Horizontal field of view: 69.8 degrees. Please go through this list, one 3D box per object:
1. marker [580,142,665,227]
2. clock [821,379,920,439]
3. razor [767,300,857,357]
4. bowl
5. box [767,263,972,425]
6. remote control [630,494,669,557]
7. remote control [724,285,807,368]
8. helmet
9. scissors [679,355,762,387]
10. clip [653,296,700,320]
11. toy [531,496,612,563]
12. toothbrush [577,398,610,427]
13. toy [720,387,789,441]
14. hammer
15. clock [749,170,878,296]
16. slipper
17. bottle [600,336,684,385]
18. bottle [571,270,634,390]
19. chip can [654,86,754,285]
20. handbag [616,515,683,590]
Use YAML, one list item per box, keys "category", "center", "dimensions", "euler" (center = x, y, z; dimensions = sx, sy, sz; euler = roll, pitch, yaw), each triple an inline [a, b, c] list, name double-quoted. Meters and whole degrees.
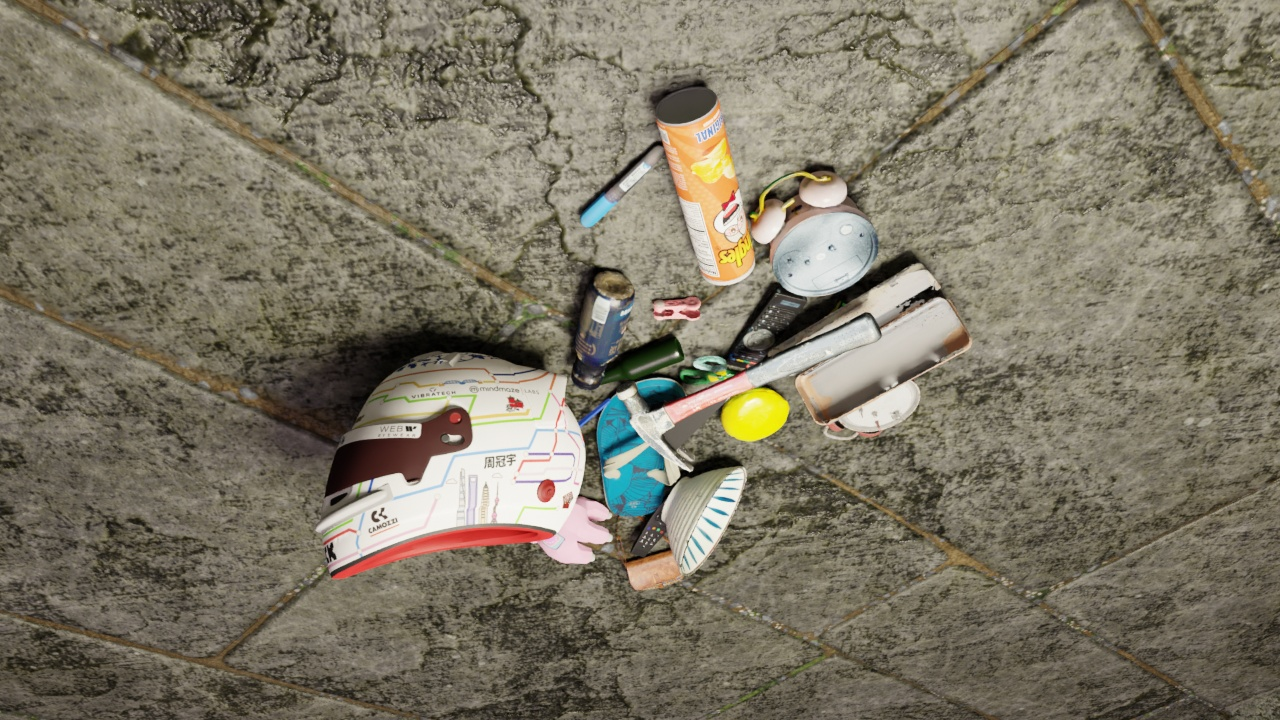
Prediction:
- category: "marker"
  center: [-0.019, -0.184, 0.961]
  dimensions: [0.018, 0.015, 0.123]
  euler: [34, 120, -31]
- category: "clock"
  center: [0.302, 0.059, 1.223]
  dimensions: [0.109, 0.061, 0.157]
  euler: [11, 133, -19]
- category: "razor"
  center: [0.205, -0.026, 1.149]
  dimensions: [0.144, 0.021, 0.044]
  euler: [-39, 144, 27]
- category: "bowl"
  center: [0.079, 0.216, 1.323]
  dimensions: [0.071, 0.176, 0.178]
  euler: [27, 140, 22]
- category: "box"
  center: [0.276, -0.015, 1.111]
  dimensions: [0.218, 0.121, 0.094]
  euler: [-33, 172, 23]
- category: "remote control"
  center: [0.025, 0.252, 1.398]
  dimensions: [0.039, 0.010, 0.125]
  euler: [21, 117, -23]
- category: "remote control"
  center: [0.152, -0.038, 1.131]
  dimensions: [0.045, 0.021, 0.141]
  euler: [13, 137, -18]
- category: "helmet"
  center: [-0.221, 0.108, 1.069]
  dimensions: [0.314, 0.236, 0.232]
  euler: [-7, 165, -23]
- category: "scissors"
  center: [0.118, 0.015, 1.175]
  dimensions: [0.132, 0.013, 0.078]
  euler: [6, 152, -16]
- category: "clip"
  center: [0.044, -0.057, 1.096]
  dimensions: [0.059, 0.022, 0.039]
  euler: [2, 138, -3]
- category: "toy"
  center: [-0.121, 0.236, 1.340]
  dimensions: [0.157, 0.067, 0.124]
  euler: [21, 130, -21]
- category: "toothbrush"
  center: [-0.100, 0.102, 1.236]
  dimensions: [0.011, 0.016, 0.187]
  euler: [24, 130, -38]
- category: "toy"
  center: [0.153, 0.073, 1.230]
  dimensions: [0.094, 0.041, 0.095]
  euler: [-23, 136, 13]
- category: "hammer"
  center: [0.139, 0.029, 1.117]
  dimensions: [0.327, 0.036, 0.140]
  euler: [-25, 112, 23]
- category: "clock"
  center: [0.186, -0.142, 1.001]
  dimensions: [0.117, 0.058, 0.158]
  euler: [-31, 132, 21]
- category: "slipper"
  center: [-0.002, 0.138, 1.262]
  dimensions: [0.118, 0.060, 0.296]
  euler: [1, 135, -4]
- category: "bottle"
  center: [-0.007, 0.007, 1.144]
  dimensions: [0.123, 0.033, 0.033]
  euler: [-22, 135, 14]
- category: "bottle"
  center: [-0.049, -0.031, 1.082]
  dimensions: [0.056, 0.056, 0.161]
  euler: [6, 135, -14]
- category: "chip can"
  center: [0.070, -0.174, 0.948]
  dimensions: [0.062, 0.062, 0.210]
  euler: [-15, 136, 7]
- category: "handbag"
  center: [0.008, 0.300, 1.447]
  dimensions: [0.093, 0.043, 0.196]
  euler: [-17, 132, 6]
